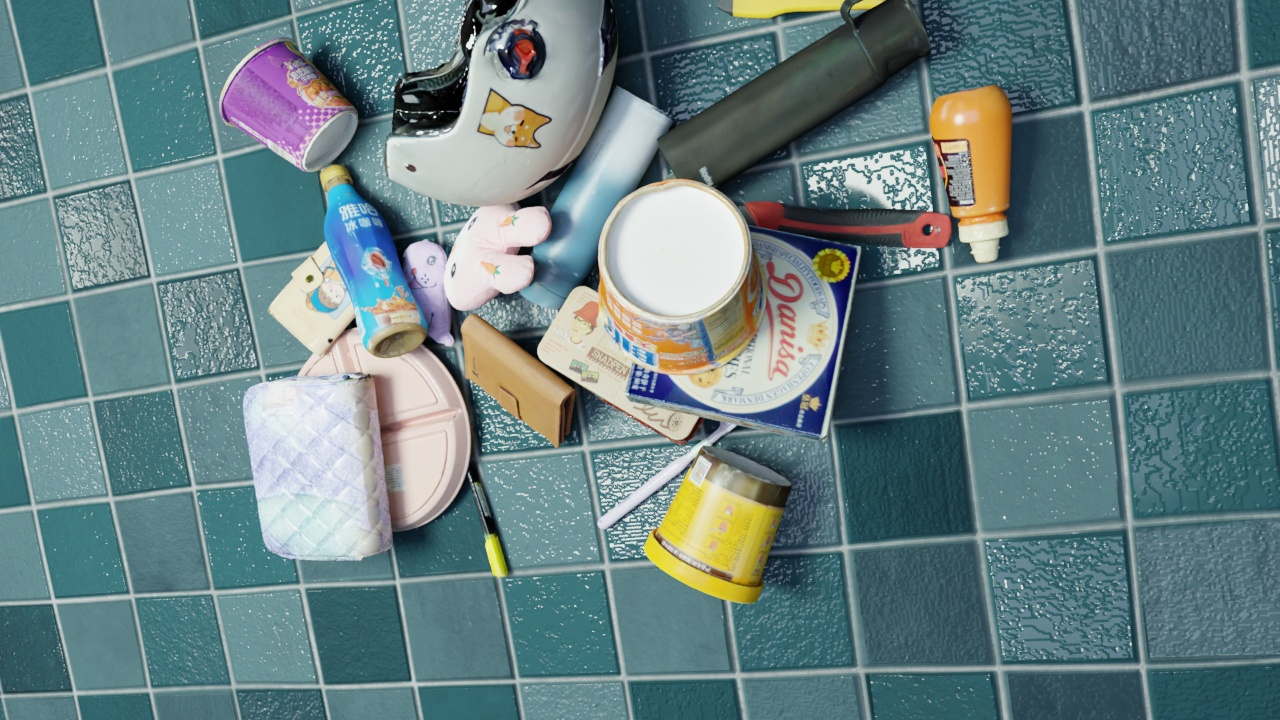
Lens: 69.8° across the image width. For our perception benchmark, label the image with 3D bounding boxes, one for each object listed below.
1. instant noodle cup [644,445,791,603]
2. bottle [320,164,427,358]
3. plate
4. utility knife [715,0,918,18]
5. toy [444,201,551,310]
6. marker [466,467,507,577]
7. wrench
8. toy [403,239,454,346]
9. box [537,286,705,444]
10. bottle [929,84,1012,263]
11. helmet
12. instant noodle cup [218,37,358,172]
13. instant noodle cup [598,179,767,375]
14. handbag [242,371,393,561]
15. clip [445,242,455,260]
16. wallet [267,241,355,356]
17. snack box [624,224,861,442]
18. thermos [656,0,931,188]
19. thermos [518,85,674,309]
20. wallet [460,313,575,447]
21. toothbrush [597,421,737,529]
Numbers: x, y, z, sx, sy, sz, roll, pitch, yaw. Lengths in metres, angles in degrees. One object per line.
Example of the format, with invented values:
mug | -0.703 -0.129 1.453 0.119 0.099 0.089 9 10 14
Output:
instant noodle cup | 0.078 0.150 0.868 0.118 0.118 0.114 23 95 12
bottle | -0.282 -0.107 0.941 0.065 0.065 0.218 -33 68 17
plate | -0.290 0.078 0.994 0.230 0.028 0.229 3 100 19
utility knife | 0.158 -0.328 0.832 0.181 0.015 0.033 5 103 14
toy | -0.139 -0.105 0.883 0.160 0.054 0.121 0 68 54
marker | -0.167 0.174 0.986 0.015 0.018 0.124 -16 92 16
wrench | 0.148 -0.135 0.860 0.274 0.016 0.056 11 100 15
toy | -0.225 -0.073 0.959 0.084 0.038 0.108 9 106 33
box | -0.005 0.006 0.894 0.168 0.075 0.091 30 85 9
bottle | 0.292 -0.158 0.796 0.067 0.066 0.149 -8 102 16
helmet | -0.110 -0.248 0.830 0.157 0.230 0.274 34 105 -27
instant noodle cup | -0.353 -0.256 0.942 0.099 0.111 0.112 38 105 -2
instant noodle cup | 0.031 -0.073 0.764 0.151 0.111 0.151 -2 75 5
handbag | -0.332 0.108 0.960 0.134 0.075 0.194 -1 100 16
clip | -0.189 -0.095 0.960 0.047 0.014 0.057 -19 91 19
wallet | -0.337 -0.074 0.986 0.087 0.024 0.115 40 88 9
snack box | 0.094 -0.033 0.830 0.182 0.046 0.177 12 77 8
thermos | 0.128 -0.240 0.811 0.243 0.090 0.068 -31 45 13
thermos | -0.048 -0.152 0.884 0.070 0.070 0.221 33 103 9
wallet | -0.124 0.022 0.918 0.132 0.108 0.031 38 60 14
toothbrush | 0.025 0.113 0.924 0.189 0.029 0.021 -42 123 17
